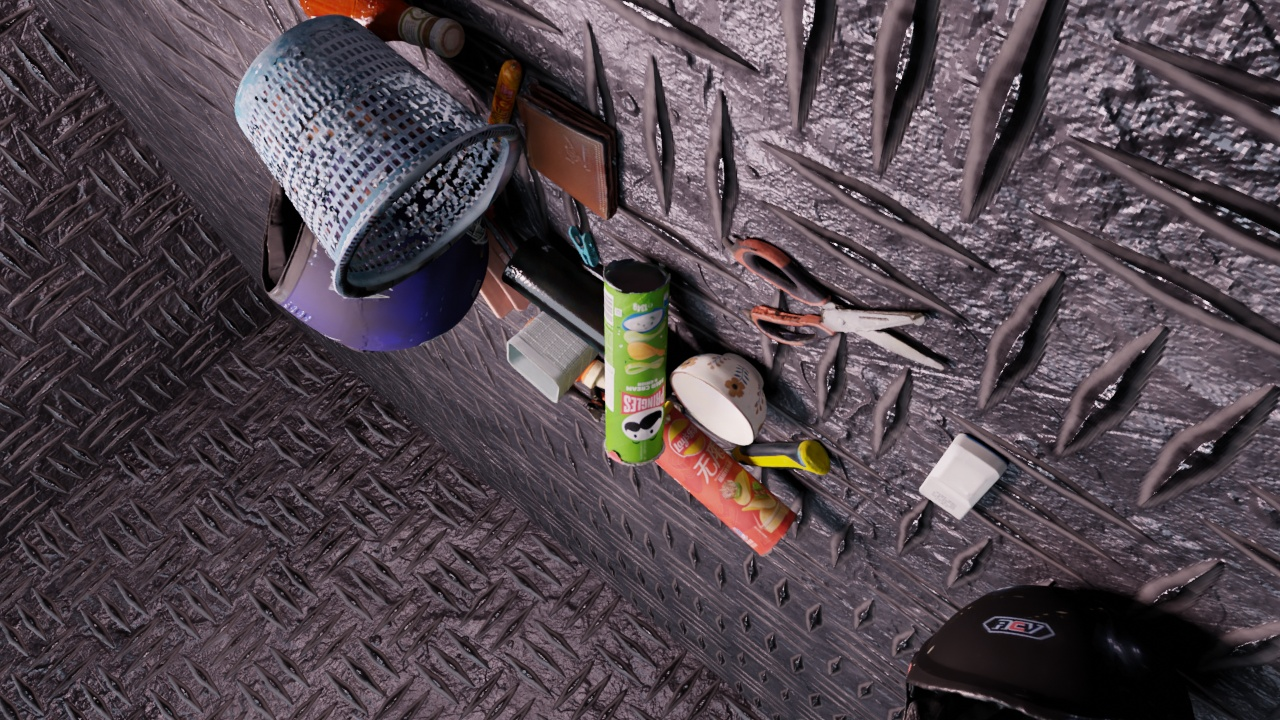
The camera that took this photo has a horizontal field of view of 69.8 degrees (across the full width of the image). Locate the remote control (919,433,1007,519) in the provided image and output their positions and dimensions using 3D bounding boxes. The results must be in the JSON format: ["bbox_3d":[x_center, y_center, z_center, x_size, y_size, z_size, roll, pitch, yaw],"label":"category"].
[{"bbox_3d":[0.289,0.108,0.831,0.049,0.024,0.125,37,161,19],"label":"remote control"}]

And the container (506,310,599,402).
[{"bbox_3d":[-0.104,-0.021,1.197,0.090,0.111,0.090,41,162,7],"label":"container"}]

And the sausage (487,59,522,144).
[{"bbox_3d":[-0.136,-0.252,0.907,0.021,0.021,0.165,44,161,-3],"label":"sausage"}]

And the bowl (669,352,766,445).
[{"bbox_3d":[0.094,0.032,0.996,0.113,0.062,0.114,37,162,14],"label":"bowl"}]

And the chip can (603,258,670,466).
[{"bbox_3d":[-0.006,0.006,0.999,0.072,0.072,0.236,30,135,34],"label":"chip can"}]

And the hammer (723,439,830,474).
[{"bbox_3d":[0.132,0.119,1.153,0.126,0.031,0.324,46,161,-11],"label":"hammer"}]

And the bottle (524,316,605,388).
[{"bbox_3d":[-0.103,-0.004,1.320,0.149,0.066,0.067,32,160,7],"label":"bottle"}]

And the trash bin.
[{"bbox_3d":[-0.258,-0.204,0.864,0.195,0.226,0.227,47,161,2],"label":"trash bin"}]

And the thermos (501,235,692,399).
[{"bbox_3d":[-0.048,-0.049,1.093,0.242,0.068,0.090,37,-177,4],"label":"thermos"}]

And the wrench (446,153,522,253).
[{"bbox_3d":[-0.184,-0.177,1.169,0.273,0.016,0.056,53,162,-27],"label":"wrench"}]

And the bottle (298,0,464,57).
[{"bbox_3d":[-0.254,-0.340,0.902,0.206,0.059,0.060,28,156,29],"label":"bottle"}]

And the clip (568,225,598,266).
[{"bbox_3d":[-0.062,-0.128,1.039,0.038,0.013,0.055,29,155,36],"label":"clip"}]

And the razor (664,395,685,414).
[{"bbox_3d":[0.019,0.082,1.263,0.168,0.062,0.067,125,135,-76],"label":"razor"}]

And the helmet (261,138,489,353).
[{"bbox_3d":[-0.311,-0.148,1.106,0.240,0.248,0.315,16,-157,-32],"label":"helmet"}]

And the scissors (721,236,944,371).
[{"bbox_3d":[0.155,-0.042,0.790,0.226,0.015,0.189,40,161,10],"label":"scissors"}]

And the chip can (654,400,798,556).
[{"bbox_3d":[0.092,0.145,1.132,0.216,0.073,0.073,41,161,-1],"label":"chip can"}]

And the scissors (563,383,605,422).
[{"bbox_3d":[-0.070,0.056,1.311,0.221,0.022,0.228,27,-174,18],"label":"scissors"}]

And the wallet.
[{"bbox_3d":[-0.066,-0.197,0.876,0.101,0.032,0.125,35,160,16],"label":"wallet"}]

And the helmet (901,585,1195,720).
[{"bbox_3d":[0.360,0.311,0.814,0.234,0.229,0.275,2,139,41],"label":"helmet"}]

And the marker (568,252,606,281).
[{"bbox_3d":[-0.041,-0.099,1.059,0.124,0.015,0.018,32,165,36],"label":"marker"}]

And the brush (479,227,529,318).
[{"bbox_3d":[-0.205,-0.129,1.246,0.073,0.063,0.146,25,153,51],"label":"brush"}]
